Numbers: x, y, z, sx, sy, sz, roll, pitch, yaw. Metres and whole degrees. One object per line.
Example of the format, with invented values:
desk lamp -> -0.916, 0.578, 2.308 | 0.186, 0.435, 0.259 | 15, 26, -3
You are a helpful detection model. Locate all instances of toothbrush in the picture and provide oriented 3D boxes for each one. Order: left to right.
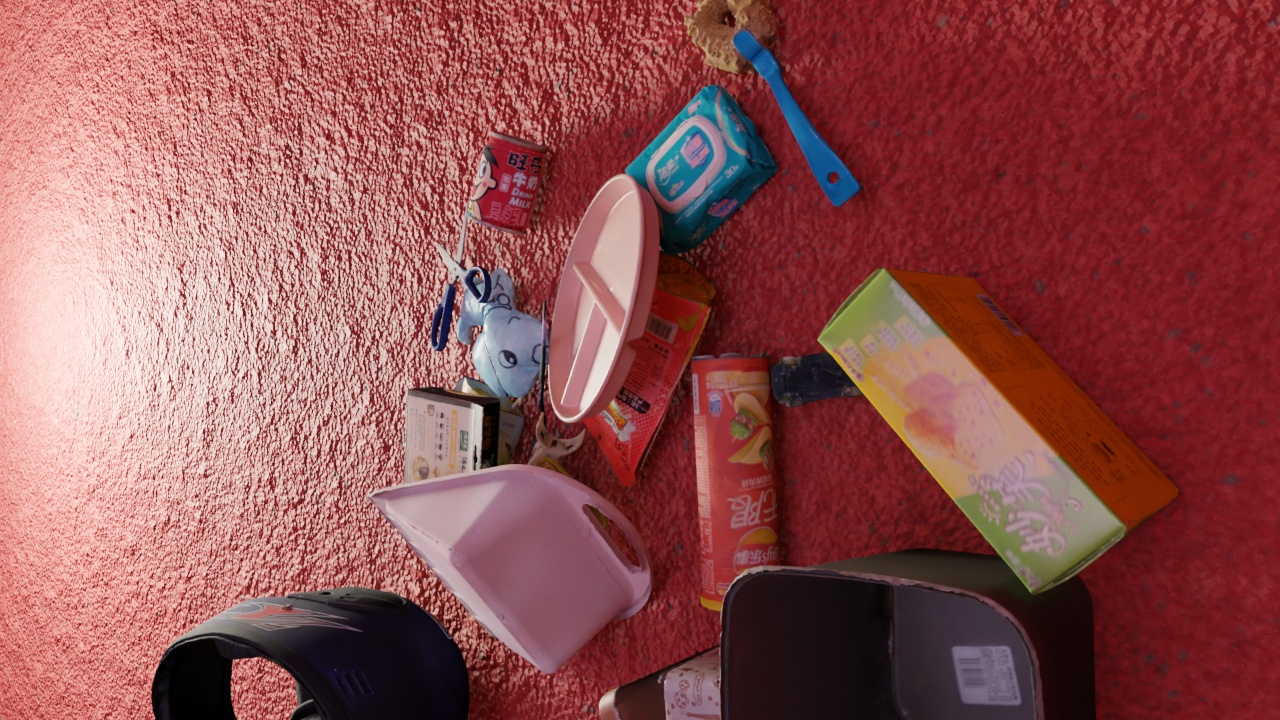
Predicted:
toothbrush -> -0.102, 0.024, 0.933 | 0.014, 0.016, 0.189 | -107, 19, -59

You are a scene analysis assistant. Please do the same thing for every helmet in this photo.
helmet -> -0.337, 0.367, 1.012 | 0.316, 0.240, 0.247 | 8, 96, 27

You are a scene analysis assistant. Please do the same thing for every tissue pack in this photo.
tissue pack -> 0.049, -0.168, 0.823 | 0.134, 0.050, 0.093 | -43, 65, 31

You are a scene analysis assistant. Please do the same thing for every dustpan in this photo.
dustpan -> -0.117, 0.191, 0.914 | 0.274, 0.138, 0.222 | 10, 138, 57

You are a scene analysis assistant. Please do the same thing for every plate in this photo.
plate -> -0.035, -0.054, 0.833 | 0.230, 0.028, 0.229 | -168, 91, -70

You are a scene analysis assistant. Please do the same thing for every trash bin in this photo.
trash bin -> 0.191, 0.222, 0.604 | 0.199, 0.219, 0.198 | -2, 88, 38

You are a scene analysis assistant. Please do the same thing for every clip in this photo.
clip -> -0.091, 0.092, 0.924 | 0.070, 0.034, 0.100 | 24, 142, -5

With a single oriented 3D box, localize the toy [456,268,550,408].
toy -> -0.148, -0.023, 0.986 | 0.162, 0.049, 0.156 | -12, 81, 43

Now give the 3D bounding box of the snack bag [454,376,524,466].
snack bag -> -0.195, 0.122, 1.033 | 0.110, 0.038, 0.191 | 30, 110, 23

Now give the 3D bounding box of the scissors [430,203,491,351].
scissors -> -0.204, -0.091, 1.024 | 0.162, 0.012, 0.175 | 13, 90, 54

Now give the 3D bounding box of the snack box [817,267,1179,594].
snack box -> 0.236, 0.036, 0.605 | 0.070, 0.157, 0.210 | -50, 62, 29

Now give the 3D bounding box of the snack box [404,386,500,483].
snack box -> -0.197, 0.093, 0.976 | 0.126, 0.053, 0.113 | 9, 99, 33

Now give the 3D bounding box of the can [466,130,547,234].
can -> -0.139, -0.187, 0.965 | 0.066, 0.066, 0.094 | 29, 108, 35

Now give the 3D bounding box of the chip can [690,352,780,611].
chip can -> 0.081, 0.102, 0.787 | 0.073, 0.073, 0.216 | -6, 87, 39

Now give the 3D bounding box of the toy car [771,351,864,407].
toy car -> 0.151, 0.013, 0.753 | 0.091, 0.034, 0.043 | -14, 79, 36

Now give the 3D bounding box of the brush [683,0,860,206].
brush -> 0.112, -0.231, 0.769 | 0.083, 0.045, 0.254 | -40, 61, 28

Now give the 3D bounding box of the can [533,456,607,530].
can -> -0.099, 0.156, 0.920 | 0.083, 0.057, 0.102 | -30, 110, 38

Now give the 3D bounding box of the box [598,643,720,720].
box -> 0.072, 0.297, 0.729 | 0.148, 0.180, 0.146 | -5, 87, 35

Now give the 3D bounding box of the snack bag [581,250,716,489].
snack bag -> -0.005, 0.005, 0.865 | 0.128, 0.073, 0.208 | 48, 126, 36
